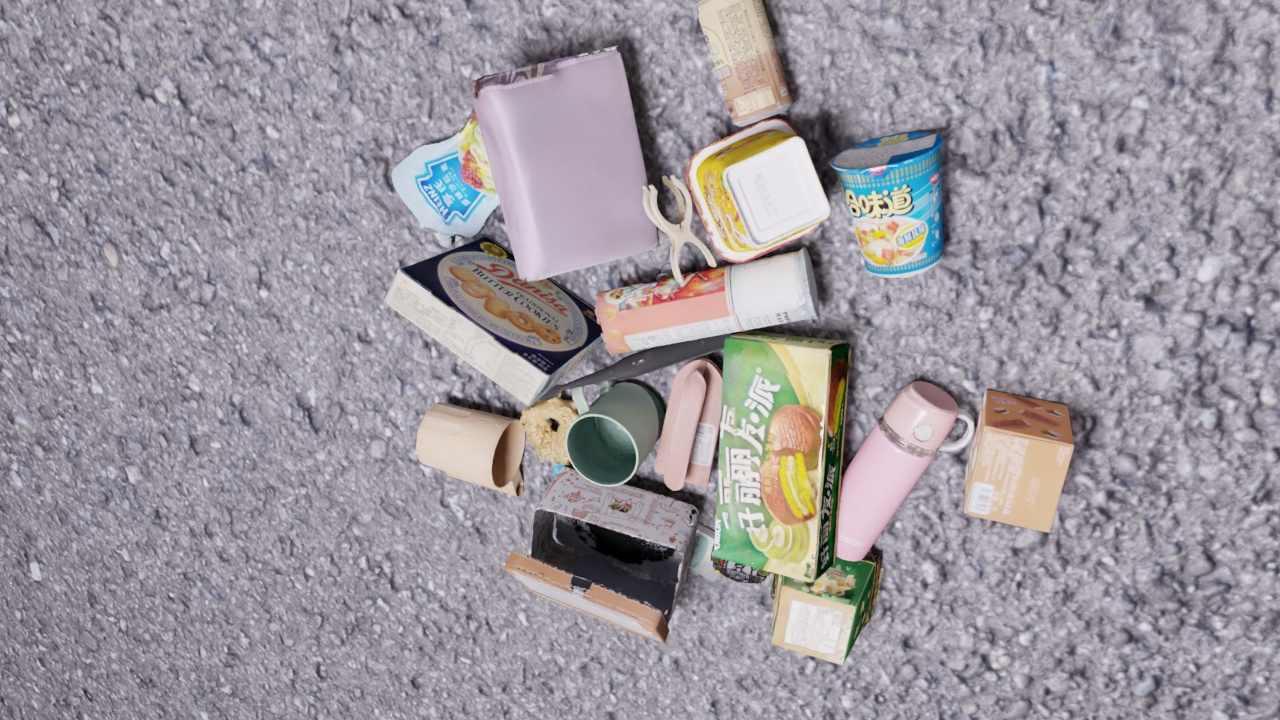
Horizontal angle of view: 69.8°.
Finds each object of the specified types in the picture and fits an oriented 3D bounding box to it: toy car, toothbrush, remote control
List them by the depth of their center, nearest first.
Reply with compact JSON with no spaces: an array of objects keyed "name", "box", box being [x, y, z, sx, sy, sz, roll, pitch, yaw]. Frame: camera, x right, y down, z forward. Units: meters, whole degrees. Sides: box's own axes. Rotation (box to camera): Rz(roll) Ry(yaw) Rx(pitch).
[{"name":"toothbrush","box":[-0.006,0.006,0.955,0.212,0.027,0.026,-18,73,-3]},{"name":"toy car","box":[0.123,0.175,1.019,0.071,0.041,0.156,11,101,14]},{"name":"remote control","box":[0.041,0.207,1.078,0.135,0.019,0.056,28,118,9]}]

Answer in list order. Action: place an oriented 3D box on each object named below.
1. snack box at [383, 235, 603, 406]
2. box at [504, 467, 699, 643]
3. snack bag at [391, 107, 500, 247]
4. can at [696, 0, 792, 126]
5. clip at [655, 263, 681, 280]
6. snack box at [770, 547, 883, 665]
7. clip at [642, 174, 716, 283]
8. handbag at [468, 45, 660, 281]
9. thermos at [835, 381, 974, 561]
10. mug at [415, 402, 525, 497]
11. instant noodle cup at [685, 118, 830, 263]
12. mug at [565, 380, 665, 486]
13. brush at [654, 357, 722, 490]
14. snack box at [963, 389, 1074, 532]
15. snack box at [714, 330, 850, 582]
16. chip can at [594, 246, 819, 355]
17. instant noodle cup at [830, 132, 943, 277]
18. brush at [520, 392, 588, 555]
[{"name":"snack box","box":[-0.140,-0.049,0.951,0.178,0.182,0.046,35,117,5]},{"name":"box","box":[-0.047,0.238,1.015,0.182,0.157,0.149,15,123,11]},{"name":"snack bag","box":[-0.181,-0.203,0.989,0.191,0.038,0.110,-28,110,29]},{"name":"can","box":[0.095,-0.278,0.838,0.059,0.058,0.116,-14,105,25]},{"name":"clip","box":[0.042,-0.077,0.966,0.056,0.027,0.024,38,126,-8]},{"name":"snack box","box":[0.193,0.259,0.992,0.118,0.105,0.118,13,115,17]},{"name":"clip","box":[0.026,-0.123,0.878,0.076,0.034,0.103,-17,105,-13]},{"name":"handbag","box":[-0.075,-0.188,0.894,0.098,0.144,0.197,19,125,62]},{"name":"thermos","box":[0.257,0.116,0.935,0.087,0.067,0.199,23,117,-6]},{"name":"mug","box":[-0.200,0.112,1.107,0.104,0.084,0.125,13,141,17]},{"name":"instant noodle cup","box":[0.111,-0.152,0.830,0.116,0.123,0.116,-24,101,2]},{"name":"mug","box":[-0.031,0.065,0.998,0.082,0.106,0.112,-29,99,29]},{"name":"brush","box":[0.056,0.066,0.986,0.063,0.072,0.146,17,114,15]},{"name":"snack box","box":[0.356,0.093,0.868,0.077,0.094,0.093,11,114,17]},{"name":"snack box","box":[0.143,0.094,0.931,0.115,0.063,0.240,9,103,32]},{"name":"chip can","box":[0.066,-0.056,0.919,0.215,0.071,0.071,-11,107,18]},{"name":"instant noodle cup","box":[0.229,-0.138,0.830,0.099,0.099,0.110,-6,117,23]},{"name":"brush","box":[-0.084,0.152,1.098,0.083,0.045,0.255,-4,113,18]}]
